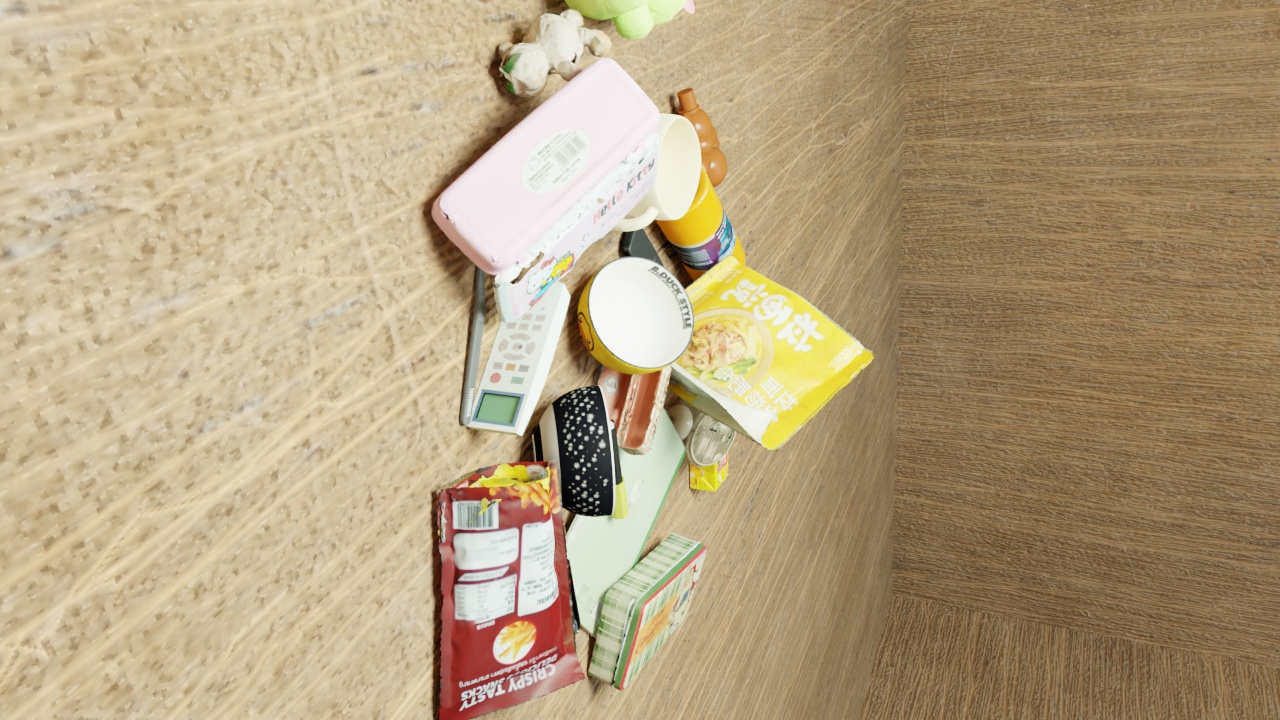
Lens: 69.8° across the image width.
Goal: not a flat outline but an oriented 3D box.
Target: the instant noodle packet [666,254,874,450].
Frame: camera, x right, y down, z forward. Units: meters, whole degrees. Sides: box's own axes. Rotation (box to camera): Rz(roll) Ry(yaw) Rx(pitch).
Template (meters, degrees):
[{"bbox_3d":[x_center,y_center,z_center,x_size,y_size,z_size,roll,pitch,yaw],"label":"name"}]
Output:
[{"bbox_3d":[0.124,-0.007,1.016,0.162,0.222,0.084,-39,137,-17],"label":"instant noodle packet"}]

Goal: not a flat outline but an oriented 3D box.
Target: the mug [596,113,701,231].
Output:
[{"bbox_3d":[-0.011,-0.177,0.879,0.096,0.100,0.120,49,57,-56],"label":"mug"}]

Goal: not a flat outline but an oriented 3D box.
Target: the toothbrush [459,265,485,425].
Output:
[{"bbox_3d":[-0.133,-0.030,0.745,0.012,0.013,0.167,5,93,-66],"label":"toothbrush"}]

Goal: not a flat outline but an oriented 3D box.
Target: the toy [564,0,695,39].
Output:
[{"bbox_3d":[-0.019,-0.363,0.830,0.150,0.107,0.196,67,20,-8],"label":"toy"}]

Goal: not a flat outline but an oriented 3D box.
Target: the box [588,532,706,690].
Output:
[{"bbox_3d":[0.012,0.290,1.080,0.205,0.051,0.118,-18,123,-64],"label":"box"}]

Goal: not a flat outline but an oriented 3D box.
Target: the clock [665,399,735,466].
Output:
[{"bbox_3d":[0.069,0.086,1.156,0.140,0.055,0.093,20,95,-46],"label":"clock"}]

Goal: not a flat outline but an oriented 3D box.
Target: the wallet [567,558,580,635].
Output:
[{"bbox_3d":[-0.101,0.248,0.855,0.114,0.026,0.089,-39,130,-51],"label":"wallet"}]

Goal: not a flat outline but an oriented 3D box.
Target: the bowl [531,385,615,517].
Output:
[{"bbox_3d":[-0.065,0.085,0.843,0.120,0.066,0.120,174,-89,-81],"label":"bowl"}]

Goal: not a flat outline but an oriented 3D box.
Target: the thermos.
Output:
[{"bbox_3d":[0.075,-0.140,1.114,0.232,0.076,0.091,50,52,-60],"label":"thermos"}]

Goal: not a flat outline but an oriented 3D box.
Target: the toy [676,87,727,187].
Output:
[{"bbox_3d":[0.062,-0.258,1.095,0.094,0.065,0.128,-68,144,-50],"label":"toy"}]

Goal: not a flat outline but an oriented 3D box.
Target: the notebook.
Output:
[{"bbox_3d":[-0.020,0.169,1.011,0.252,0.010,0.182,-64,150,-23],"label":"notebook"}]

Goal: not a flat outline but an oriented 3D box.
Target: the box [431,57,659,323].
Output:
[{"bbox_3d":[-0.057,-0.132,0.731,0.201,0.077,0.146,-47,129,-20],"label":"box"}]

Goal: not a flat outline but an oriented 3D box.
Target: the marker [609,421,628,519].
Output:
[{"bbox_3d":[-0.027,0.112,0.934,0.021,0.017,0.124,-94,179,-53],"label":"marker"}]

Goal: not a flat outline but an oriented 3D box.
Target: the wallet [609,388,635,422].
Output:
[{"bbox_3d":[-0.022,0.048,1.004,0.072,0.019,0.123,49,51,-59],"label":"wallet"}]

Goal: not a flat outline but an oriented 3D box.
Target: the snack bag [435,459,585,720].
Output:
[{"bbox_3d":[-0.110,0.194,0.767,0.138,0.067,0.208,-10,100,-38],"label":"snack bag"}]

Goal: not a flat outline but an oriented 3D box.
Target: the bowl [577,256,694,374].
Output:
[{"bbox_3d":[-0.013,-0.038,0.922,0.117,0.068,0.117,9,70,-25],"label":"bowl"}]

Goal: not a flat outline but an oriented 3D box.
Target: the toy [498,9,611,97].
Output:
[{"bbox_3d":[-0.072,-0.243,0.759,0.105,0.085,0.074,-29,156,-39],"label":"toy"}]

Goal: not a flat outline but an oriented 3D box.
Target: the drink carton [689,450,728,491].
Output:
[{"bbox_3d":[0.095,0.107,1.260,0.058,0.043,0.135,-36,128,-61],"label":"drink carton"}]

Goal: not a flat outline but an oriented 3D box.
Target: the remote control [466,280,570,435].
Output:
[{"bbox_3d":[-0.099,-0.004,0.778,0.024,0.050,0.143,51,50,-57],"label":"remote control"}]

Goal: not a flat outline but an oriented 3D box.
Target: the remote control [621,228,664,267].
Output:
[{"bbox_3d":[0.010,-0.101,1.045,0.152,0.020,0.041,55,45,-57],"label":"remote control"}]

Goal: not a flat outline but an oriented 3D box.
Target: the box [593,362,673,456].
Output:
[{"bbox_3d":[-0.006,0.006,0.967,0.041,0.083,0.186,55,44,-60],"label":"box"}]
